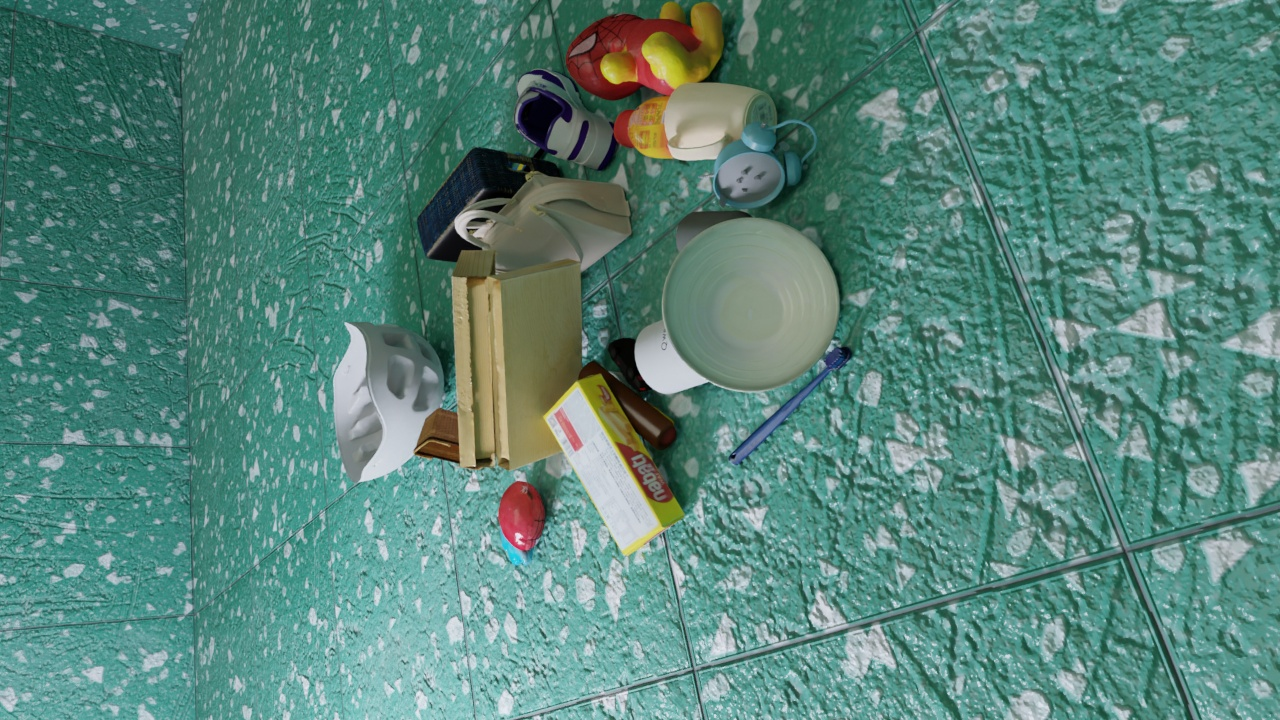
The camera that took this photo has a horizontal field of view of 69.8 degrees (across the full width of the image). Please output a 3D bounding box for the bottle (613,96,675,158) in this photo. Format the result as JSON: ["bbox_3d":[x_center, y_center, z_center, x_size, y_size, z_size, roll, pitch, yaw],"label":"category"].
[{"bbox_3d":[0.022,-0.284,1.119,0.134,0.048,0.071,16,100,50],"label":"bottle"}]

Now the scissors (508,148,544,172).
[{"bbox_3d":[-0.170,-0.277,1.379,0.131,0.018,0.109,9,95,52],"label":"scissors"}]

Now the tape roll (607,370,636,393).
[{"bbox_3d":[-0.040,0.060,1.172,0.094,0.019,0.094,-10,77,50],"label":"tape roll"}]

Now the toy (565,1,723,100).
[{"bbox_3d":[-0.003,-0.368,1.108,0.217,0.147,0.099,14,131,49],"label":"toy"}]

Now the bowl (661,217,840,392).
[{"bbox_3d":[0.111,-0.053,0.939,0.058,0.177,0.176,61,-150,-83],"label":"bowl"}]

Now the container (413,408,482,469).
[{"bbox_3d":[-0.280,0.119,1.393,0.063,0.114,0.061,-34,47,43],"label":"container"}]

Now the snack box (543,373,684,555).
[{"bbox_3d":[-0.034,0.123,1.088,0.200,0.042,0.092,58,135,14],"label":"snack box"}]

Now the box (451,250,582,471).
[{"bbox_3d":[-0.166,0.000,1.140,0.179,0.141,0.249,6,112,14],"label":"box"}]

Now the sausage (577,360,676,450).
[{"bbox_3d":[-0.016,0.053,1.107,0.155,0.040,0.040,37,114,31],"label":"sausage"}]

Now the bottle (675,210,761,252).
[{"bbox_3d":[0.092,-0.134,1.005,0.109,0.060,0.060,11,93,51],"label":"bottle"}]

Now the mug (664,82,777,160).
[{"bbox_3d":[0.082,-0.253,0.999,0.104,0.111,0.085,13,138,41],"label":"mug"}]

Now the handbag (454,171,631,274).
[{"bbox_3d":[-0.144,-0.172,1.188,0.195,0.197,0.101,-31,62,45],"label":"handbag"}]

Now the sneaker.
[{"bbox_3d":[-0.135,-0.343,1.268,0.244,0.111,0.092,49,122,42],"label":"sneaker"}]

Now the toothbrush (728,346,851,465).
[{"bbox_3d":[0.149,0.049,0.945,0.190,0.017,0.016,-50,50,34],"label":"toothbrush"}]

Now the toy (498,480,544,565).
[{"bbox_3d":[-0.167,0.230,1.279,0.092,0.062,0.133,-112,28,-47],"label":"toy"}]

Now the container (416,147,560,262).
[{"bbox_3d":[-0.216,-0.214,1.323,0.188,0.145,0.071,-37,62,42],"label":"container"}]

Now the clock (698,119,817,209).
[{"bbox_3d":[0.127,-0.203,0.947,0.123,0.087,0.041,-31,42,30],"label":"clock"}]

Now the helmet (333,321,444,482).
[{"bbox_3d":[-0.437,0.074,1.524,0.283,0.183,0.224,-56,41,21],"label":"helmet"}]

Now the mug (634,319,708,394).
[{"bbox_3d":[0.061,-0.028,1.024,0.097,0.083,0.119,-21,40,47],"label":"mug"}]

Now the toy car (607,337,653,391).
[{"bbox_3d":[-0.007,0.007,1.123,0.091,0.042,0.036,49,144,42],"label":"toy car"}]
